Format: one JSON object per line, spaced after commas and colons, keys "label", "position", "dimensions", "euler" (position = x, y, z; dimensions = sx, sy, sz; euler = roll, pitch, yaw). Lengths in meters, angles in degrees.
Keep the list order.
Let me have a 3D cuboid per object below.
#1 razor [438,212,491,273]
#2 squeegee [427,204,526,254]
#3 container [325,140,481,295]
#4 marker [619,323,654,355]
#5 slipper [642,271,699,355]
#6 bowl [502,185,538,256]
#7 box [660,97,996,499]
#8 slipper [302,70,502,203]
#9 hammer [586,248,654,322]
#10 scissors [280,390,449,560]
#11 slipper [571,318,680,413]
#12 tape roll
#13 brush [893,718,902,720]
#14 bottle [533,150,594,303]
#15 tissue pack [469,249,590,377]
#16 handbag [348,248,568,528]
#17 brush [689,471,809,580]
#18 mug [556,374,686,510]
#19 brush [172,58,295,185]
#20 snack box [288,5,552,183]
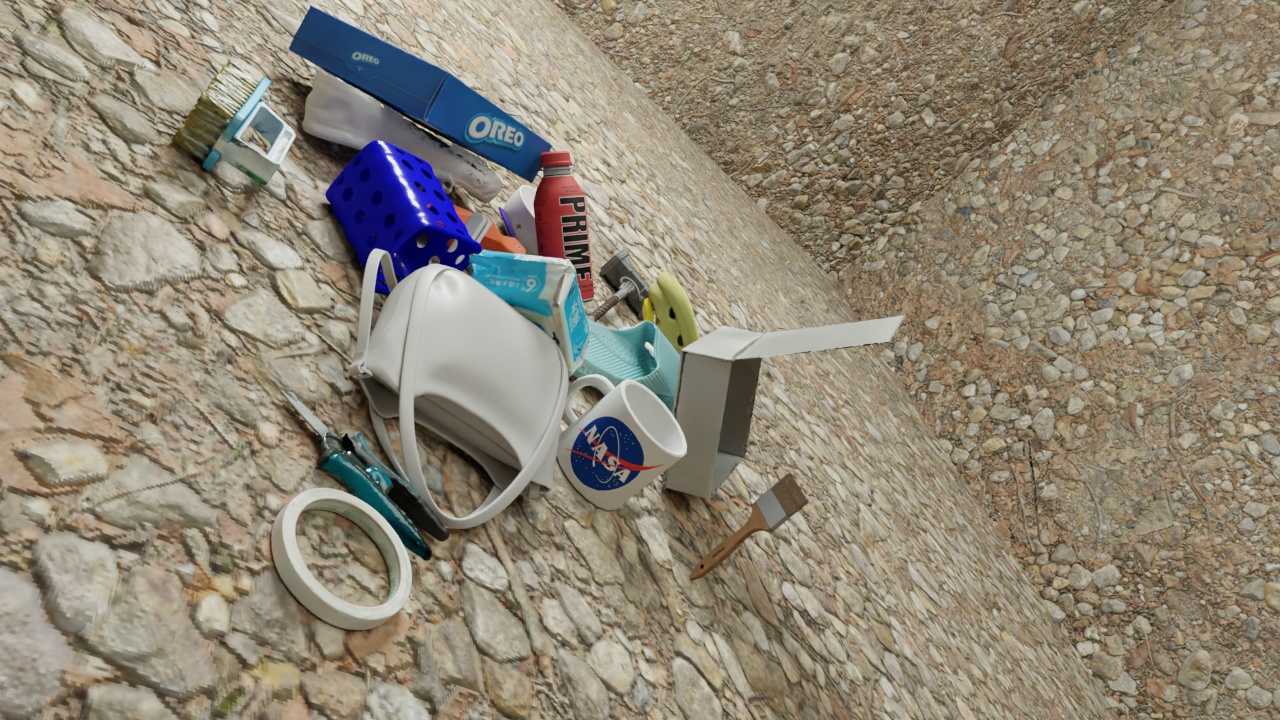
{"label": "razor", "position": [-0.144, -0.077, 0.915], "dimensions": [0.116, 0.047, 0.088], "euler": [40, 55, -24]}
{"label": "squeegee", "position": [-0.180, -0.130, 0.978], "dimensions": [0.184, 0.055, 0.249], "euler": [19, 32, -40]}
{"label": "container", "position": [-0.218, -0.126, 0.833], "dimensions": [0.113, 0.085, 0.084], "euler": [57, 19, 25]}
{"label": "marker", "position": [0.020, -0.002, 1.208], "dimensions": [0.133, 0.017, 0.020], "euler": [41, -19, -27]}
{"label": "slipper", "position": [0.042, -0.029, 1.267], "dimensions": [0.091, 0.081, 0.191], "euler": [-99, 171, -68]}
{"label": "bowl", "position": [-0.132, -0.166, 1.162], "dimensions": [0.105, 0.054, 0.104], "euler": [41, 22, -21]}
{"label": "box", "position": [0.196, -0.057, 0.976], "dimensions": [0.148, 0.508, 0.166], "euler": [47, 24, 5]}
{"label": "slipper", "position": [-0.244, -0.222, 0.975], "dimensions": [0.246, 0.075, 0.112], "euler": [18, 25, -53]}
{"label": "hammer", "position": [-0.040, -0.077, 1.228], "dimensions": [0.098, 0.044, 0.321], "euler": [49, 21, -3]}
{"label": "scissors", "position": [-0.185, 0.078, 0.613], "dimensions": [0.129, 0.019, 0.138], "euler": [28, 26, -47]}
{"label": "slipper", "position": [-0.006, 0.006, 1.069], "dimensions": [0.276, 0.070, 0.115], "euler": [31, 34, -35]}
{"label": "tape roll", "position": [-0.179, 0.119, 0.555], "dimensions": [0.093, 0.013, 0.093], "euler": [43, 20, -20]}
{"label": "brush", "position": [0.327, 0.445, 1.066], "dimensions": [0.172, 0.030, 0.041], "euler": [33, 25, -42]}
{"label": "bottle", "position": [-0.092, -0.155, 1.077], "dimensions": [0.062, 0.062, 0.177], "euler": [-35, 122, -72]}
{"label": "tissue pack", "position": [-0.101, -0.041, 0.854], "dimensions": [0.145, 0.093, 0.061], "euler": [81, 20, -55]}
{"label": "handbag", "position": [-0.153, 0.035, 0.727], "dimensions": [0.215, 0.096, 0.222], "euler": [38, 34, -29]}
{"label": "brush", "position": [0.102, 0.170, 0.901], "dimensions": [0.008, 0.143, 0.045], "euler": [40, 13, -31]}
{"label": "mug", "position": [-0.028, 0.069, 0.881], "dimensions": [0.121, 0.090, 0.091], "euler": [52, 18, 6]}
{"label": "brush", "position": [-0.328, -0.202, 0.767], "dimensions": [0.075, 0.055, 0.135], "euler": [34, 23, -27]}
{"label": "snack box", "position": [-0.232, -0.286, 1.013], "dimensions": [0.195, 0.056, 0.238], "euler": [30, 6, 19]}
